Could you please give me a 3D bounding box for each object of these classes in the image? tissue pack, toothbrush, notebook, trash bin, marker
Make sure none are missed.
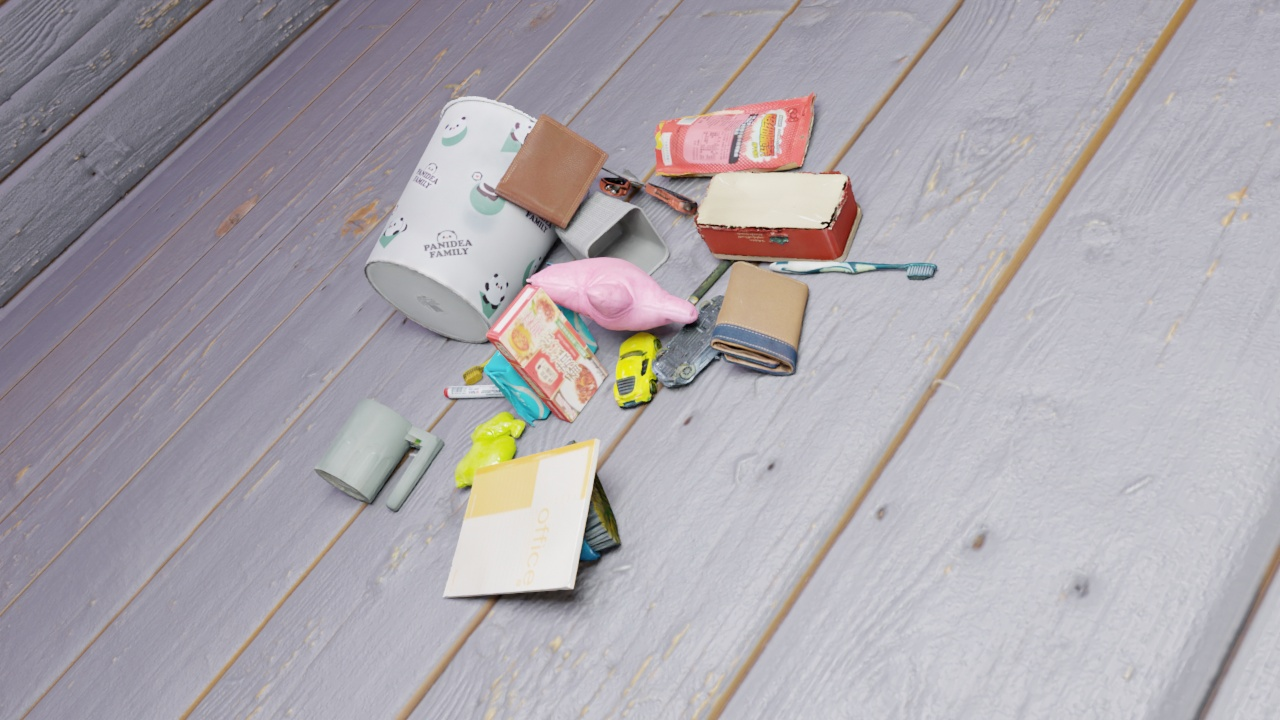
[{"bbox_3d":[-0.115,-0.001,1.059,0.050,0.093,0.133,15,62,42],"label":"tissue pack"},{"bbox_3d":[0.105,-0.122,1.075,0.012,0.017,0.185,32,73,38],"label":"toothbrush"},{"bbox_3d":[-0.120,0.161,0.911,0.207,0.010,0.145,-17,53,45],"label":"notebook"},{"bbox_3d":[0.218,-0.095,0.969,0.192,0.016,0.018,5,65,39],"label":"toothbrush"},{"bbox_3d":[-0.145,-0.024,1.165,0.190,0.016,0.016,-32,44,6],"label":"toothbrush"},{"bbox_3d":[-0.224,-0.177,1.220,0.230,0.229,0.251,6,61,40],"label":"trash bin"},{"bbox_3d":[-0.188,0.038,1.136,0.145,0.017,0.017,-3,50,34],"label":"marker"}]

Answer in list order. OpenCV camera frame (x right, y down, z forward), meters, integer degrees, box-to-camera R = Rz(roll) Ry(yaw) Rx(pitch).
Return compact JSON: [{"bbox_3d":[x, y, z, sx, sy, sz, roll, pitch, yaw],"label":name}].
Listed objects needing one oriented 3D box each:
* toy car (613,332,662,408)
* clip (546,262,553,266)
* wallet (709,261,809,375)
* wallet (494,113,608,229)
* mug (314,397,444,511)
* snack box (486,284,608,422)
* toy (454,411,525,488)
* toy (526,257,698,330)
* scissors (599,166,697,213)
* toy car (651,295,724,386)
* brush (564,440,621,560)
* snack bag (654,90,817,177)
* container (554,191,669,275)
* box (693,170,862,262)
[{"bbox_3d":[-0.006,0.006,1.022,0.048,0.032,0.105,-15,43,25],"label":"toy car"},{"bbox_3d":[-0.103,-0.114,1.216,0.058,0.025,0.036,16,71,36],"label":"clip"},{"bbox_3d":[0.125,-0.045,0.947,0.090,0.033,0.115,18,55,0],"label":"wallet"},{"bbox_3d":[-0.110,-0.234,1.142,0.124,0.101,0.032,-63,8,-18],"label":"wallet"},{"bbox_3d":[-0.317,0.117,1.114,0.124,0.084,0.103,22,65,19],"label":"mug"},{"bbox_3d":[-0.099,-0.005,1.005,0.025,0.153,0.075,16,62,43],"label":"snack box"},{"bbox_3d":[-0.172,0.103,1.049,0.097,0.031,0.100,-29,40,7],"label":"toy"},{"bbox_3d":[-0.041,-0.078,1.020,0.194,0.178,0.075,-140,62,-69],"label":"toy"},{"bbox_3d":[-0.006,-0.232,1.216,0.189,0.015,0.225,19,20,12],"label":"scissors"},{"bbox_3d":[0.065,-0.019,0.990,0.120,0.037,0.054,-45,40,-5],"label":"toy car"},{"bbox_3d":[-0.071,0.144,0.916,0.073,0.055,0.143,-31,40,5],"label":"brush"},{"bbox_3d":[0.121,-0.288,1.194,0.208,0.073,0.128,2,57,31],"label":"snack bag"},{"bbox_3d":[-0.040,-0.151,1.157,0.090,0.090,0.114,-42,37,-7],"label":"container"},{"bbox_3d":[0.150,-0.167,1.022,0.169,0.078,0.091,8,61,32],"label":"box"}]
